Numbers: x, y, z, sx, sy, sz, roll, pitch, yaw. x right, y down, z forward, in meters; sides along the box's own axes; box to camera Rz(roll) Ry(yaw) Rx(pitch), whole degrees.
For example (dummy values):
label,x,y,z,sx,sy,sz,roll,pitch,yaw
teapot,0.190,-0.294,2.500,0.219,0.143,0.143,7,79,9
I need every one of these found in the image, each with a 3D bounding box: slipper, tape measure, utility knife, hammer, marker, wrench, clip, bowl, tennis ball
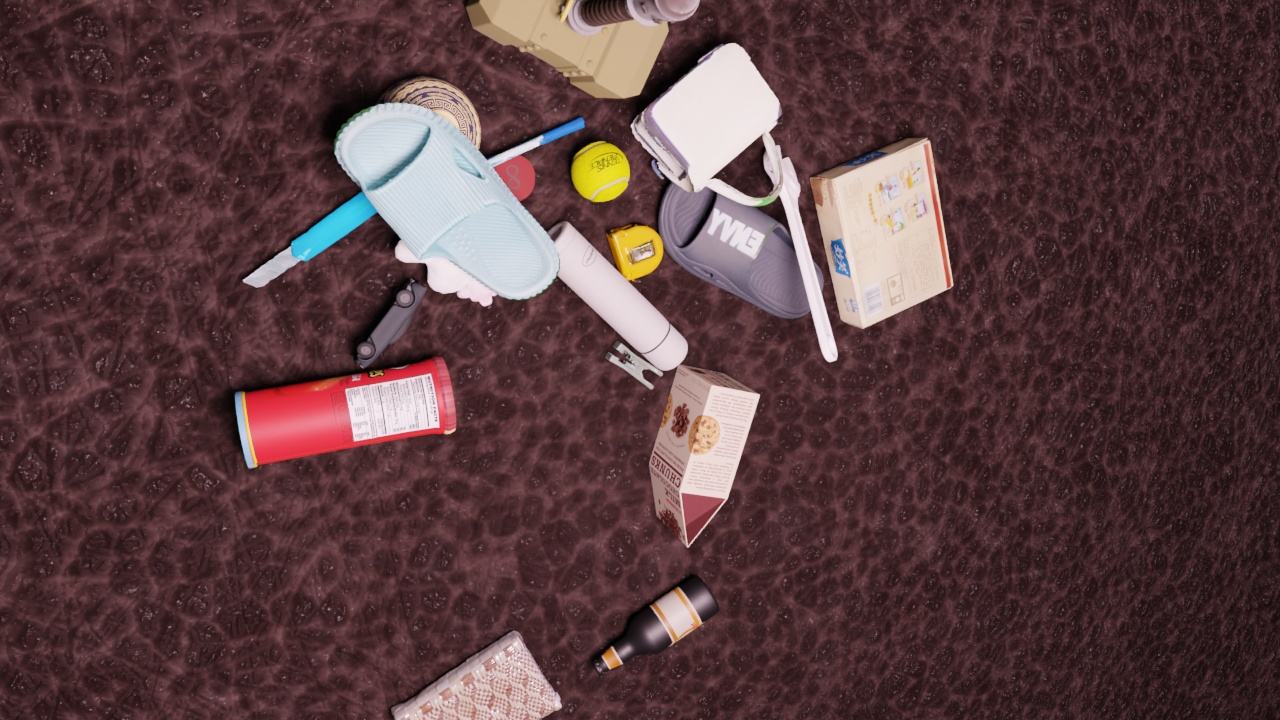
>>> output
label,x,y,z,sx,sy,sz,roll,pitch,yaw
slipper,0.135,-0.127,1.120,0.268,0.083,0.111,31,94,-29
tape measure,-0.143,-0.197,1.014,0.051,0.019,0.059,-9,100,-23
utility knife,-0.323,-0.140,0.957,0.206,0.015,0.031,-39,115,-12
hammer,-0.029,-0.326,0.852,0.190,0.325,0.101,23,95,-27
tape measure,-0.002,-0.130,1.089,0.058,0.030,0.068,-23,114,-13
marker,-0.122,-0.235,1.003,0.141,0.013,0.013,-31,115,-22
wrench,0.195,-0.130,1.099,0.066,0.018,0.273,6,69,-59
slipper,-0.182,-0.147,0.927,0.116,0.069,0.276,-40,127,8
clip,-0.007,0.006,1.133,0.076,0.023,0.043,36,91,-26
bowl,-0.214,-0.235,0.942,0.112,0.061,0.112,-6,103,-26
tennis ball,-0.045,-0.211,1.026,0.065,0.065,0.065,-7,108,-21

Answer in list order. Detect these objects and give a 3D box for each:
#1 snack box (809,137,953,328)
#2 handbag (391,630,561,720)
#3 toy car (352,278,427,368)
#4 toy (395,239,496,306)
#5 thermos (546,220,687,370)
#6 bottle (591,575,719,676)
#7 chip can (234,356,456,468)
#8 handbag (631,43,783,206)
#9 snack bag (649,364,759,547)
label,x,y,z,sx,sy,sz,roll,pitch,yaw
snack box,0.318,-0.167,1.199,0.153,0.055,0.207,-24,113,-15
handbag,-0.206,0.441,1.165,0.185,0.047,0.124,-31,107,-12
toy car,-0.270,-0.039,0.993,0.034,0.046,0.112,38,87,-22
toy,-0.205,-0.109,1.004,0.125,0.037,0.076,40,84,-33
thermos,-0.028,-0.070,1.081,0.052,0.052,0.224,-49,117,-3
bottle,0.016,0.361,1.227,0.181,0.059,0.059,-31,115,-12
chip can,-0.312,0.055,0.982,0.213,0.087,0.087,-10,109,-19
handbag,0.094,-0.250,1.056,0.151,0.074,0.176,-43,99,-12
snack bag,0.069,0.121,1.157,0.069,0.094,0.206,12,101,-26
